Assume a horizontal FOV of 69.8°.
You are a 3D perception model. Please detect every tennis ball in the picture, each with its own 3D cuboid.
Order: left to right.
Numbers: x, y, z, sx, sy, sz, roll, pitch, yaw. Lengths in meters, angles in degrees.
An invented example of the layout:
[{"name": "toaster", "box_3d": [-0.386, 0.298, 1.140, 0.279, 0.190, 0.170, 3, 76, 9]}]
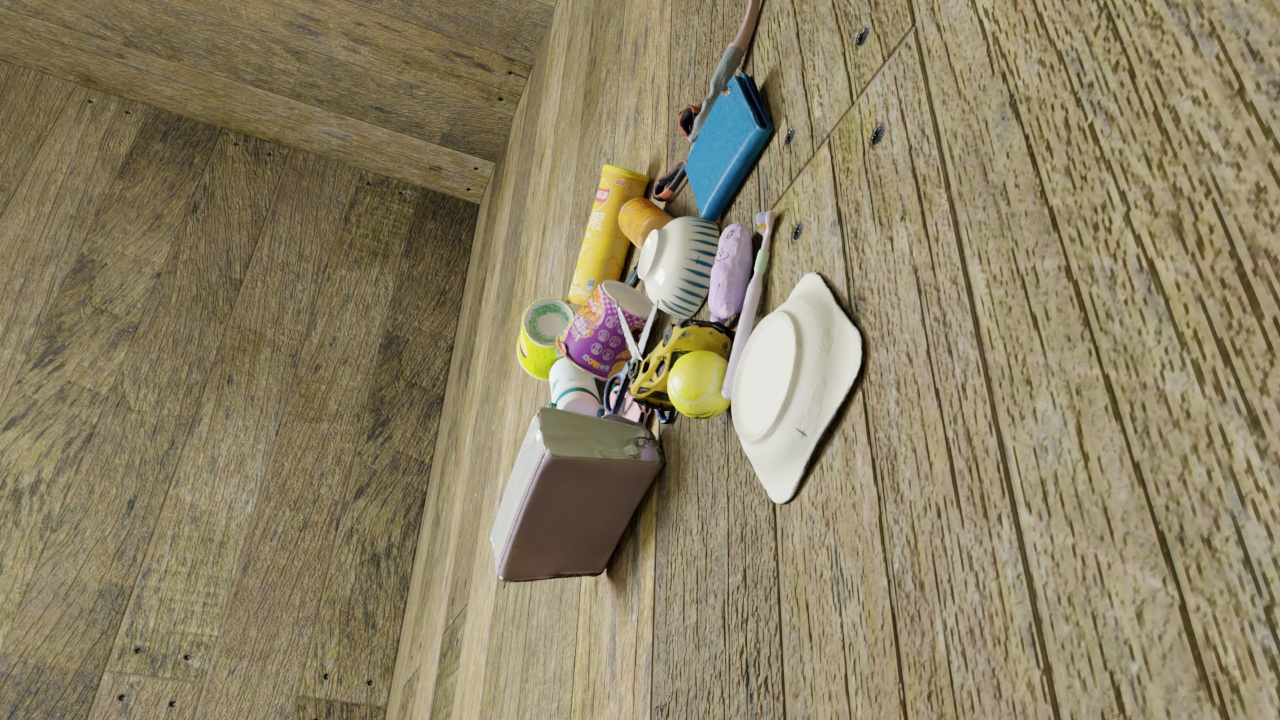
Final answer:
[{"name": "tennis ball", "box_3d": [0.058, 0.023, 0.870, 0.065, 0.065, 0.065, -166, 91, -73]}]

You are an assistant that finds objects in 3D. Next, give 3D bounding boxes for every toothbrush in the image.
[{"name": "toothbrush", "box_3d": [0.100, -0.053, 0.857, 0.029, 0.021, 0.189, 136, 150, -70]}]

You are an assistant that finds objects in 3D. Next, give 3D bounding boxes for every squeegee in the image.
[{"name": "squeegee", "box_3d": [0.108, -0.373, 1.077, 0.247, 0.040, 0.249, -129, 56, -82]}]

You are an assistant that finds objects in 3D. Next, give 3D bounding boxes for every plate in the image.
[{"name": "plate", "box_3d": [0.114, 0.016, 0.753, 0.163, 0.034, 0.165, -105, 34, -59]}]

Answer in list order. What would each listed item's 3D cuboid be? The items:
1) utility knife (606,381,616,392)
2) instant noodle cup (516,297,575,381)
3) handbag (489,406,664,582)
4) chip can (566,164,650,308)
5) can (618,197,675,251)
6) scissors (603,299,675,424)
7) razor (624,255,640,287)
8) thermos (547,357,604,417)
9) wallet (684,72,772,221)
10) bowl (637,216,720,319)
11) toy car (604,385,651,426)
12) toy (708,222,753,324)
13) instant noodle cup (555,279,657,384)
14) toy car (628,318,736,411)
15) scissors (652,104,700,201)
[{"name": "utility knife", "box_3d": [-0.039, 0.008, 1.272, 0.222, 0.013, 0.029, -92, 27, -45]}, {"name": "instant noodle cup", "box_3d": [-0.137, -0.039, 1.397, 0.123, 0.111, 0.111, 99, 180, -71]}, {"name": "handbag", "box_3d": [-0.077, 0.156, 1.046, 0.098, 0.144, 0.197, -108, 35, -52]}, {"name": "chip can", "box_3d": [-0.048, -0.178, 1.360, 0.072, 0.072, 0.213, -142, 67, -72]}, {"name": "can", "box_3d": [0.012, -0.171, 1.185, 0.146, 0.058, 0.058, -122, 49, -67]}, {"name": "scissors", "box_3d": [-0.006, 0.007, 1.060, 0.163, 0.012, 0.173, -50, 54, 45]}, {"name": "razor", "box_3d": [-0.016, -0.110, 1.289, 0.042, 0.022, 0.143, -32, -10, -39]}, {"name": "thermos", "box_3d": [-0.093, 0.048, 1.263, 0.224, 0.073, 0.073, -118, 44, -76]}, {"name": "wallet", "box_3d": [0.095, -0.234, 1.010, 0.133, 0.040, 0.106, 123, 146, -42]}, {"name": "bowl", "box_3d": [0.037, -0.111, 1.042, 0.116, 0.066, 0.116, -166, 91, -73]}, {"name": "toy car", "box_3d": [-0.019, 0.063, 1.129, 0.122, 0.037, 0.056, -151, 75, -71]}, {"name": "toy", "box_3d": [0.089, -0.084, 0.908, 0.084, 0.039, 0.108, 122, 158, -74]}, {"name": "instant noodle cup", "box_3d": [-0.036, -0.040, 1.163, 0.099, 0.111, 0.111, -57, 23, 24]}, {"name": "toy car", "box_3d": [0.039, 0.006, 0.933, 0.156, 0.071, 0.041, 131, 151, -54]}, {"name": "scissors", "box_3d": [0.064, -0.267, 1.166, 0.226, 0.015, 0.189, -98, 31, -51]}]
